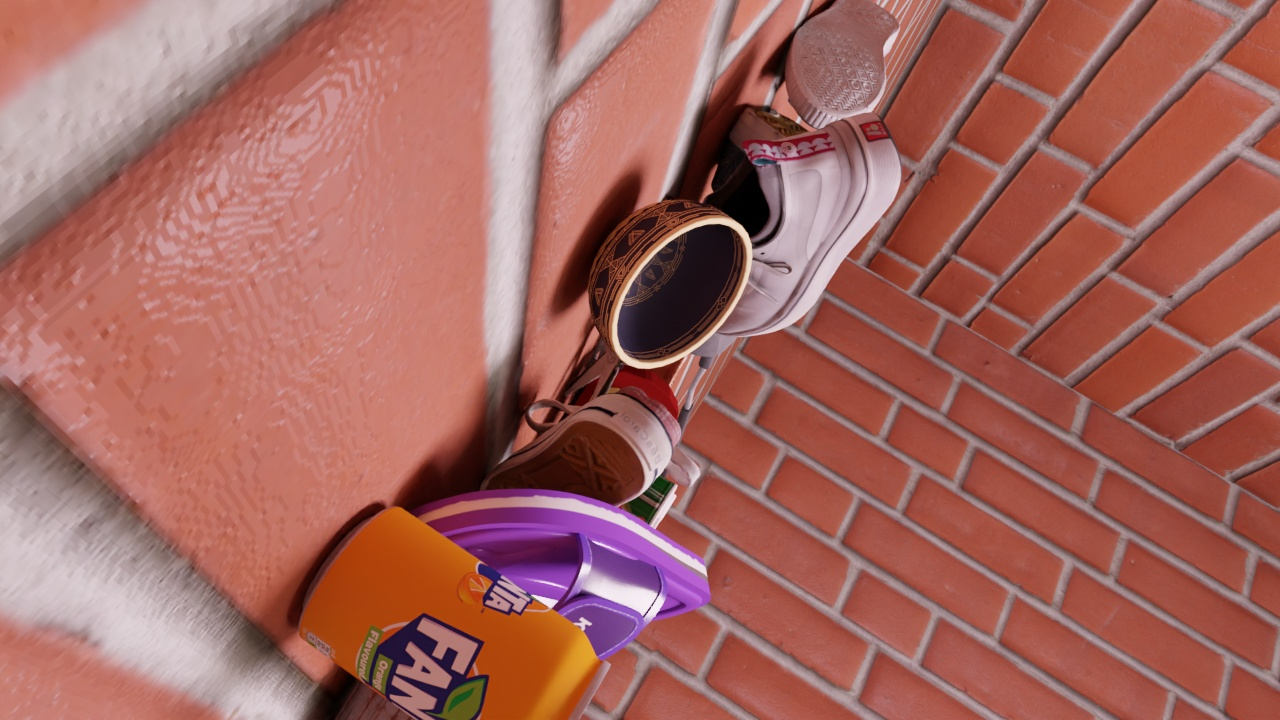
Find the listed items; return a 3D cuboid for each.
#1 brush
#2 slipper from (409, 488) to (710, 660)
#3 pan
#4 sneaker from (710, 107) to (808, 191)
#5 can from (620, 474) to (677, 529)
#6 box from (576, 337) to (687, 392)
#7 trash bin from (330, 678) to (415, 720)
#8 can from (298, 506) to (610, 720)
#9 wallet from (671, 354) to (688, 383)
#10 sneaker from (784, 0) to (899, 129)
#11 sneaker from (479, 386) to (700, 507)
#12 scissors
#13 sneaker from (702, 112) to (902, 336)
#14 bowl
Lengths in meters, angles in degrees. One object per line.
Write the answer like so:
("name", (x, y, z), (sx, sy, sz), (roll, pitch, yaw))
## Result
("brush", (-0.038, 0.084, 0.771), (0.174, 0.082, 0.041), (-57, -168, 20))
("slipper", (-0.034, 0.158, 0.587), (0.107, 0.084, 0.266), (-22, 149, 22))
("pan", (0.079, -0.010, 1.016), (0.178, 0.041, 0.358), (-53, 163, -57))
("sneaker", (0.124, -0.177, 0.840), (0.079, 0.087, 0.235), (-55, 171, 21))
("can", (-0.031, 0.114, 0.849), (0.067, 0.121, 0.067), (-57, 173, -12))
("box", (-0.005, 0.003, 0.781), (0.043, 0.083, 0.187), (-72, -175, -52))
("trash bin", (-0.147, 0.253, 0.634), (0.211, 0.131, 0.131), (-57, 173, 1))
("can", (-0.092, 0.141, 0.459), (0.079, 0.142, 0.079), (-57, 173, -11))
("wallet", (0.013, 0.017, 1.027), (0.101, 0.054, 0.131), (-54, 180, 42))
("sneaker", (0.171, -0.254, 0.827), (0.234, 0.089, 0.088), (-57, 179, -46))
("sneaker", (-0.037, 0.074, 0.639), (0.087, 0.118, 0.242), (-45, -179, -38))
("scissors", (0.004, -0.032, 0.688), (0.015, 0.180, 0.193), (9, 86, -42))
("sneaker", (0.087, -0.094, 0.735), (0.128, 0.096, 0.264), (-5, 155, -25))
("bowl", (0.010, -0.058, 0.592), (0.112, 0.061, 0.113), (-28, 143, -24))
